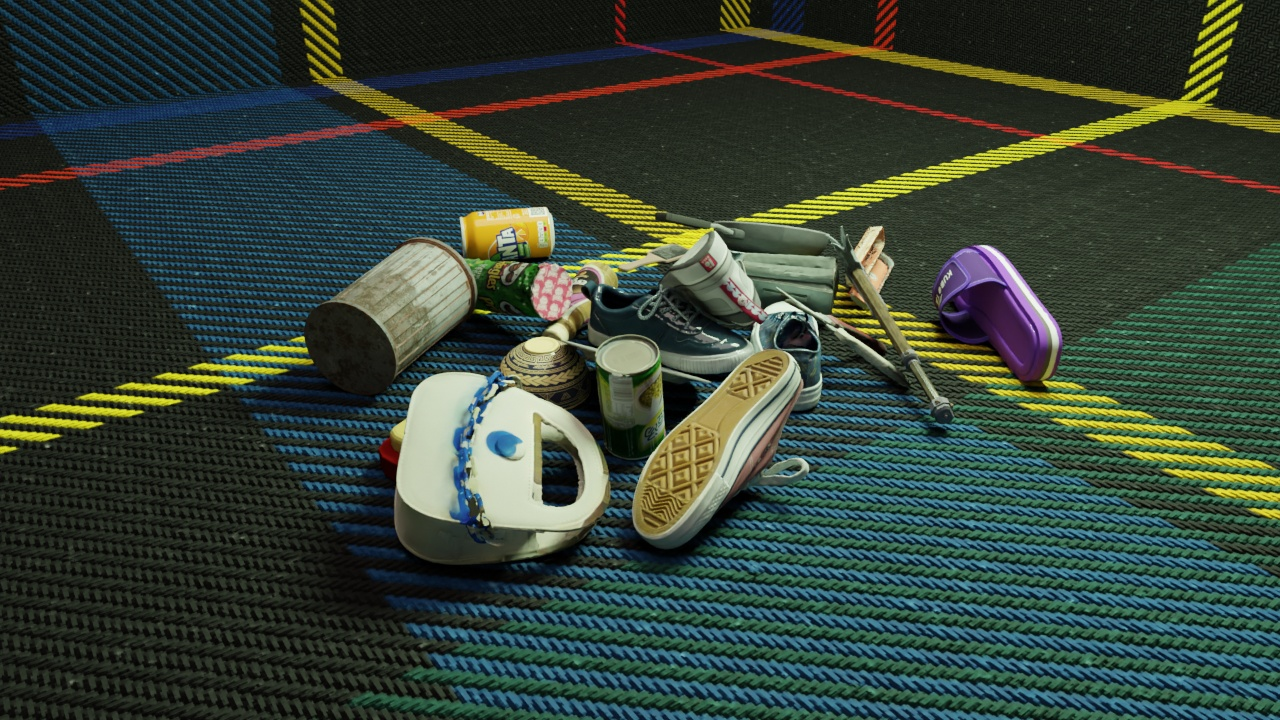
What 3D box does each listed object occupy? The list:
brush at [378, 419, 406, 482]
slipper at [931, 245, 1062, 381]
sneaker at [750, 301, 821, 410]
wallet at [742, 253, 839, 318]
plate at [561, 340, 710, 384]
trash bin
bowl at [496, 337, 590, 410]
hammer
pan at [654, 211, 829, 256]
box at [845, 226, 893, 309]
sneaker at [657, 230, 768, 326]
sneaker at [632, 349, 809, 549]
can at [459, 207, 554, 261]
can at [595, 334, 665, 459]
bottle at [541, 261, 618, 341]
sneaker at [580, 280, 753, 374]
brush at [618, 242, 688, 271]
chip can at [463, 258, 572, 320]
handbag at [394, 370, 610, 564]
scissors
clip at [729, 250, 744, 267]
[{"bbox_3d":[-0.202,0.071,0.984,0.082,0.042,0.172,15,32,26],"label":"brush"},{"bbox_3d":[0.436,-0.067,1.185,0.084,0.107,0.266,-3,33,-6],"label":"slipper"},{"bbox_3d":[0.182,-0.029,1.133,0.087,0.079,0.235,3,28,4],"label":"sneaker"},{"bbox_3d":[0.201,-0.101,1.249,0.132,0.100,0.054,8,56,16],"label":"wallet"},{"bbox_3d":[-0.006,0.006,1.060,0.178,0.012,0.178,16,1,0],"label":"plate"},{"bbox_3d":[-0.302,-0.062,1.142,0.131,0.131,0.210,9,31,16],"label":"trash bin"},{"bbox_3d":[-0.115,0.008,1.081,0.112,0.061,0.112,0,28,0],"label":"bowl"},{"bbox_3d":[0.314,-0.030,1.127,0.028,0.147,0.316,-29,36,12],"label":"hammer"},{"bbox_3d":[0.140,-0.182,1.340,0.179,0.041,0.356,11,6,40],"label":"pan"},{"bbox_3d":[0.336,-0.137,1.351,0.043,0.083,0.186,-2,27,28],"label":"box"},{"bbox_3d":[0.100,-0.095,1.219,0.096,0.128,0.263,-44,5,-3],"label":"sneaker"},{"bbox_3d":[0.085,0.096,0.892,0.118,0.088,0.240,14,54,46],"label":"sneaker"},{"bbox_3d":[-0.210,-0.198,1.448,0.142,0.079,0.079,-6,29,-11],"label":"can"},{"bbox_3d":[-0.010,0.040,0.956,0.067,0.121,0.067,-3,38,2],"label":"can"},{"bbox_3d":[-0.085,-0.071,1.236,0.060,0.060,0.165,10,39,18],"label":"bottle"},{"bbox_3d":[0.033,-0.049,1.158,0.236,0.087,0.089,13,32,20],"label":"sneaker"},{"bbox_3d":[0.021,-0.166,1.456,0.135,0.015,0.050,-22,36,-35],"label":"brush"},{"bbox_3d":[-0.194,-0.100,1.230,0.224,0.075,0.075,9,27,40],"label":"chip can"},{"bbox_3d":[-0.125,0.097,0.858,0.199,0.093,0.200,5,43,-12],"label":"handbag"},{"bbox_3d":[0.254,-0.029,1.116,0.179,0.015,0.193,46,22,25],"label":"scissors"},{"bbox_3d":[0.185,-0.141,1.342,0.141,0.029,0.171,6,7,6],"label":"clip"}]
